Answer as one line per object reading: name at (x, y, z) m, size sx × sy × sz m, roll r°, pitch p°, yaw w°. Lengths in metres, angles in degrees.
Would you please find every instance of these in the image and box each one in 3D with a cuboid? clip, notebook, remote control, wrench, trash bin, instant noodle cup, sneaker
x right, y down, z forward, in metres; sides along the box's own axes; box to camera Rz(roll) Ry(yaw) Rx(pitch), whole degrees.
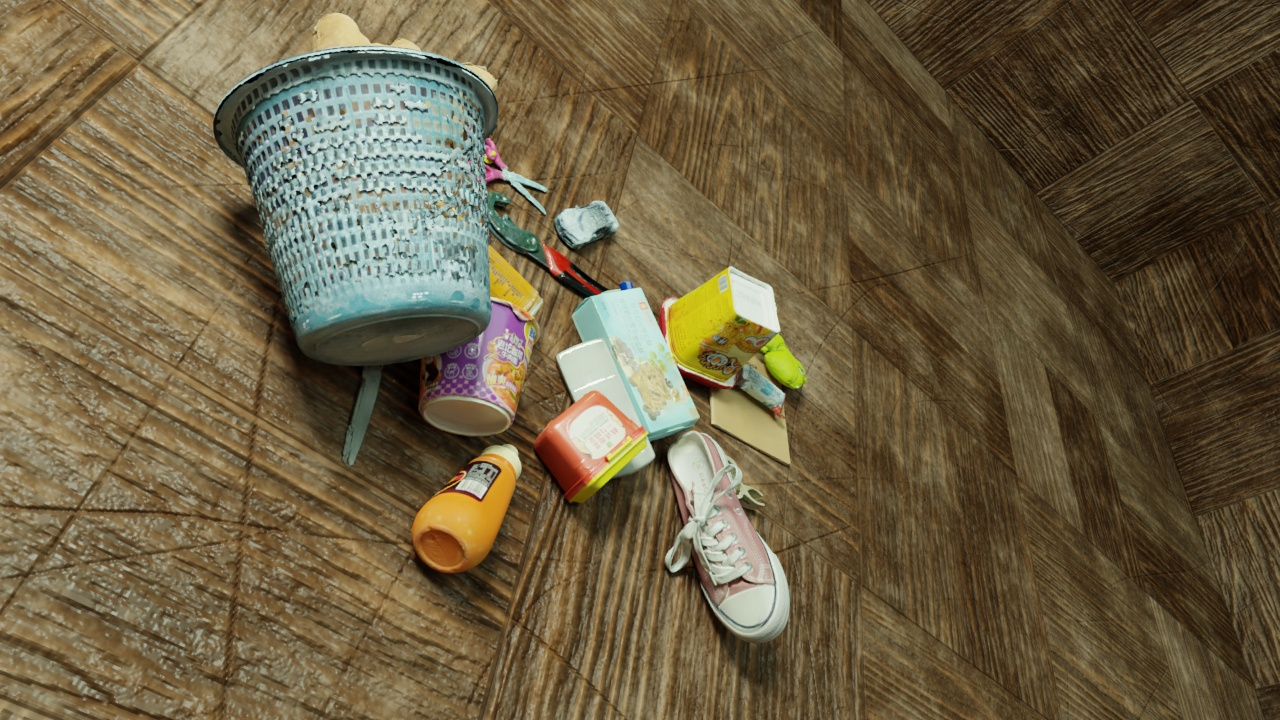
clip at (0.107, 0.158, 1.073) m, size 0.102 × 0.035 × 0.094 m, roll 51°, pitch 31°, yaw -20°
notebook at (0.143, 0.027, 1.235) m, size 0.147 × 0.008 × 0.207 m, roll 30°, pitch 44°, yaw -32°
remote control at (-0.038, 0.051, 0.977) m, size 0.058 × 0.021 × 0.150 m, roll -21°, pitch 77°, yaw -12°
wrench at (-0.077, -0.101, 1.074) m, size 0.273 × 0.016 × 0.056 m, roll 37°, pitch 45°, yaw -24°
trash bin at (-0.211, -0.106, 0.741) m, size 0.226 × 0.227 × 0.195 m, roll 1°, pitch 73°, yaw -49°
instant noodle cup at (0.100, -0.043, 1.134) m, size 0.116 × 0.124 × 0.115 m, roll 21°, pitch 47°, yaw -31°
instant noodle cup at (-0.153, 0.009, 0.834) m, size 0.111 × 0.112 × 0.099 m, roll 27°, pitch 54°, yaw -34°
sneaker at (0.078, 0.178, 0.963) m, size 0.087 × 0.118 × 0.240 m, roll 32°, pitch 33°, yaw -56°

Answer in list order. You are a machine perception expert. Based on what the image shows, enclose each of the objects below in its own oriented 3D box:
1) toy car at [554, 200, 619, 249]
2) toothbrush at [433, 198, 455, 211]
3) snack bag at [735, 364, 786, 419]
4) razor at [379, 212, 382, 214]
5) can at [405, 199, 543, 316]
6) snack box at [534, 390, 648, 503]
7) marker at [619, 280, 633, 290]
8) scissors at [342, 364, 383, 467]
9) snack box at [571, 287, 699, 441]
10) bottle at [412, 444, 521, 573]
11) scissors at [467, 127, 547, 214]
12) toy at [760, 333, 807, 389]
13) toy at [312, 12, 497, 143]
toy car at (-0.064, -0.169, 1.130) m, size 0.049 × 0.031 × 0.105 m, roll 56°, pitch 37°, yaw 1°
toothbrush at (-0.184, -0.134, 0.975) m, size 0.189 × 0.029 × 0.020 m, roll 52°, pitch -6°, yaw -4°
snack bag at (0.159, 0.038, 1.215) m, size 0.105 × 0.026 × 0.045 m, roll 36°, pitch 50°, yaw -24°
razor at (-0.261, -0.095, 0.845) m, size 0.043 × 0.028 × 0.132 m, roll 30°, pitch 47°, yaw -13°
can at (-0.168, -0.092, 0.927) m, size 0.146 × 0.058 × 0.058 m, roll 45°, pitch 37°, yaw -15°
snack box at (-0.050, 0.082, 0.903) m, size 0.080 × 0.082 × 0.091 m, roll 49°, pitch 56°, yaw 4°
marker at (0.002, -0.024, 1.087) m, size 0.016 × 0.017 × 0.145 m, roll -7°, pitch 78°, yaw -51°
scissors at (-0.244, 0.010, 0.804) m, size 0.133 × 0.014 × 0.174 m, roll 54°, pitch 39°, yaw -5°
snack box at (-0.006, 0.006, 1.031) m, size 0.074 × 0.052 × 0.174 m, roll -14°, pitch 74°, yaw -38°
bottle at (-0.141, 0.118, 0.798) m, size 0.067 × 0.067 × 0.149 m, roll 48°, pitch 30°, yaw -11°
scissors at (-0.159, -0.213, 1.070) m, size 0.135 × 0.017 × 0.107 m, roll 45°, pitch 36°, yaw -21°
toy at (0.194, -0.002, 1.283) m, size 0.096 × 0.031 × 0.100 m, roll 14°, pitch 49°, yaw -44°
toy at (-0.241, -0.285, 0.974) m, size 0.225 × 0.083 × 0.143 m, roll -2°, pitch 77°, yaw -53°
